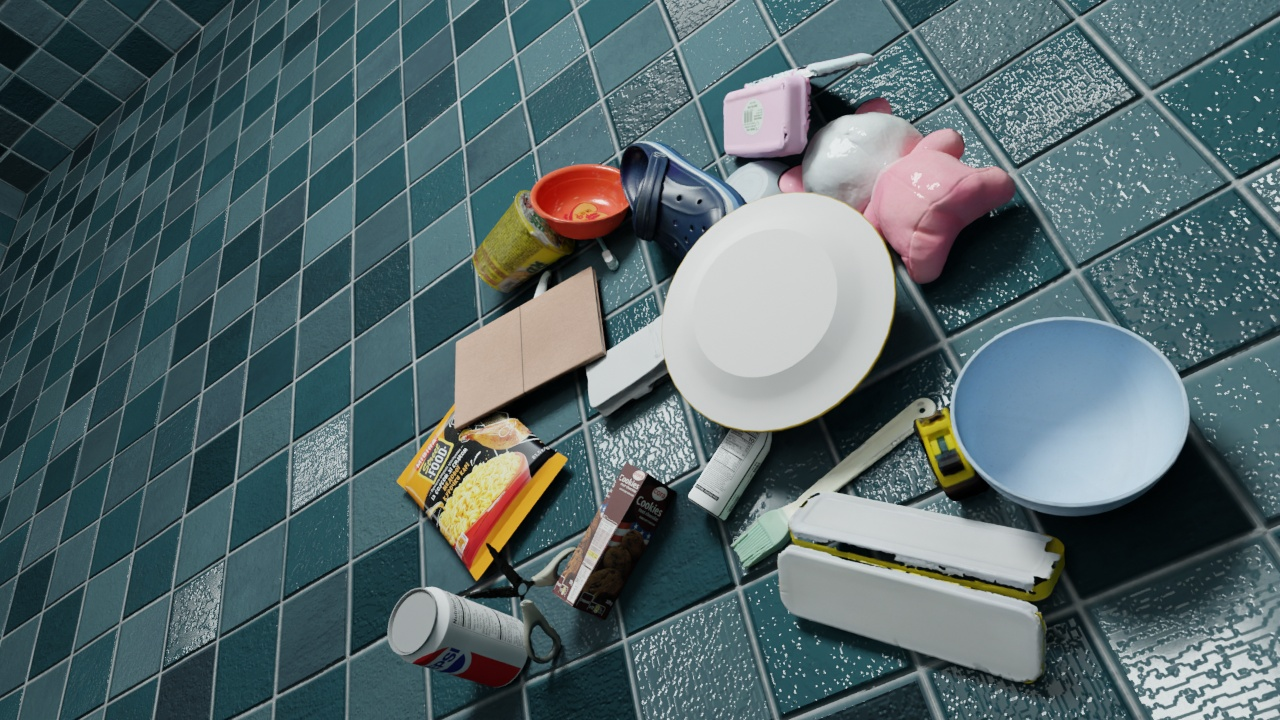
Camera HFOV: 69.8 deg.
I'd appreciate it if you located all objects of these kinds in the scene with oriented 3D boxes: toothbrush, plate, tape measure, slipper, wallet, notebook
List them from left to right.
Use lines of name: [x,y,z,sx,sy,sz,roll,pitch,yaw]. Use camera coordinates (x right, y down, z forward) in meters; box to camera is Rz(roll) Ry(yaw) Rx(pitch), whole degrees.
notebook: [-0.136,-0.014,1.090,0.209,0.008,0.141,-27,45,19]
toothbrush: [-0.137,-0.030,1.129,0.017,0.016,0.188,3,66,29]
toothbrush: [-0.061,-0.171,1.157,0.016,0.016,0.180,-35,45,8]
wallet: [-0.006,0.006,0.993,0.116,0.032,0.086,-33,37,21]
slipper: [0.029,-0.164,1.000,0.252,0.095,0.105,52,138,49]
plate: [0.114,-0.049,0.826,0.230,0.021,0.229,-12,67,30]
tape measure: [0.244,0.078,0.719,0.038,0.067,0.062,-25,59,23]

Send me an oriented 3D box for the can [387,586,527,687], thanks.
can: [-0.173,0.267,0.885,0.070,0.132,0.070,-20,52,28]

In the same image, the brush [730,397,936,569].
brush: [0.168,0.106,0.799,0.218,0.012,0.033,-41,45,9]

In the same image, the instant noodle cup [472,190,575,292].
instant noodle cup: [-0.153,-0.144,1.164,0.108,0.102,0.102,-39,45,25]

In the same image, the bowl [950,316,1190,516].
bowl: [0.308,0.050,0.667,0.151,0.075,0.150,-12,56,19]

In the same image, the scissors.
scissors: [-0.100,0.218,0.859,0.013,0.158,0.168,9,24,39]

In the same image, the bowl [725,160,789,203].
bowl: [0.123,-0.176,0.992,0.106,0.039,0.106,-20,52,28]

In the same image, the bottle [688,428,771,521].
bottle: [0.091,0.090,0.850,0.041,0.041,0.116,28,83,45]

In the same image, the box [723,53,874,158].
box: [0.164,-0.267,0.972,0.201,0.103,0.101,-138,44,-74]

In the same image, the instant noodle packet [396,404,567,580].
instant noodle packet: [-0.190,0.128,1.058,0.160,0.032,0.221,-54,44,-2]

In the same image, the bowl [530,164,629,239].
bowl: [-0.068,-0.188,1.128,0.130,0.045,0.130,-2,43,2]

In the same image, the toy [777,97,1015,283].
toy: [0.234,-0.171,0.868,0.142,0.084,0.213,-50,44,12]

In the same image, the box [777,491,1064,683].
box: [0.213,0.170,0.711,0.211,0.080,0.083,7,28,38]

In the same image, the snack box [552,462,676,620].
snack box: [-0.024,0.174,0.882,0.032,0.051,0.140,22,79,45]
